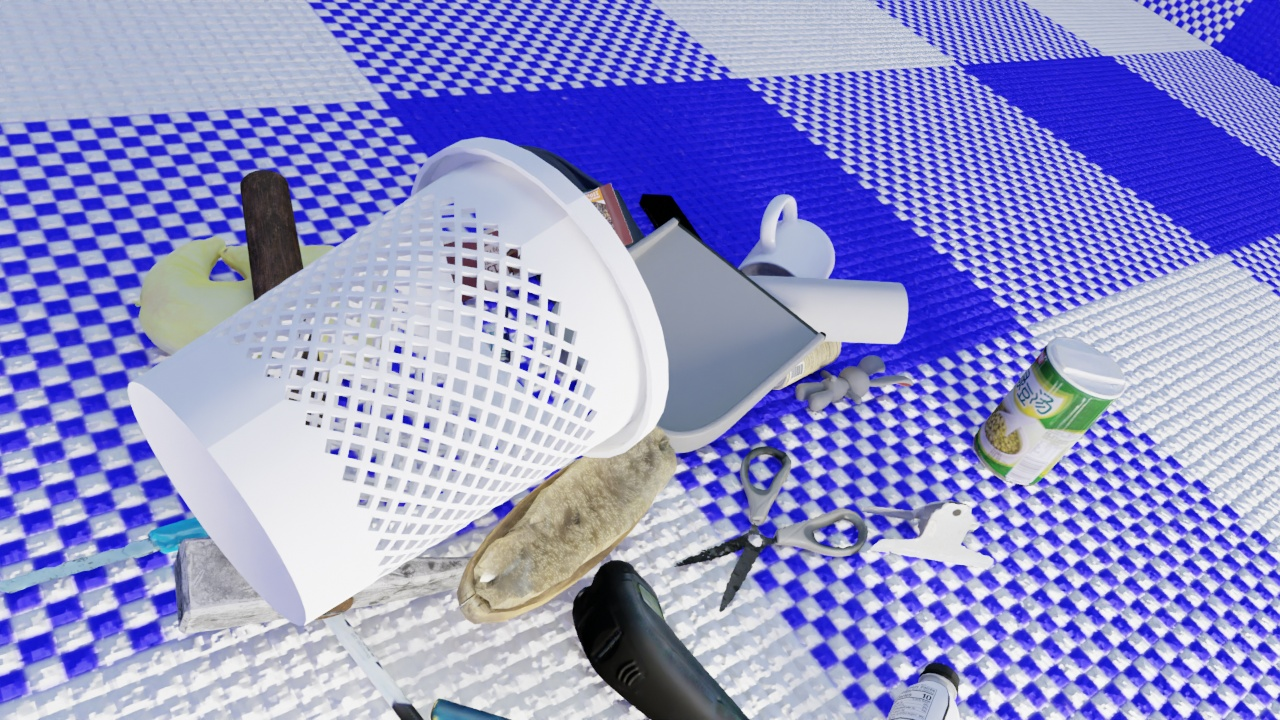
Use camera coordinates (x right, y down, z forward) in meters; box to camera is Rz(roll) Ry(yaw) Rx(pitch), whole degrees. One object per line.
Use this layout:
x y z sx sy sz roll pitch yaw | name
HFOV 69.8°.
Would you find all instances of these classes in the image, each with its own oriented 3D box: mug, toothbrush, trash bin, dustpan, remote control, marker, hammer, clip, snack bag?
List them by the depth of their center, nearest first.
-0.125 0.017 0.467 0.195 0.196 0.199 40 54 19 | trash bin
-0.160 0.158 0.513 0.152 0.011 0.011 42 45 21 | marker
-0.179 0.007 0.578 0.217 0.037 0.300 -1 60 -33 | hammer
-0.004 0.004 0.685 0.257 0.033 0.163 -41 68 -20 | dustpan
0.222 0.126 0.694 0.102 0.052 0.058 11 3 -13 | clip
-0.089 -0.093 0.743 0.158 0.013 0.057 -20 79 -1 | snack bag
-0.120 -0.066 0.768 0.017 0.016 0.188 -1 45 -11 | toothbrush
0.128 -0.094 0.834 0.074 0.111 0.090 7 35 26 | mug
0.044 -0.111 0.887 0.034 0.013 0.150 -3 47 -32 | remote control

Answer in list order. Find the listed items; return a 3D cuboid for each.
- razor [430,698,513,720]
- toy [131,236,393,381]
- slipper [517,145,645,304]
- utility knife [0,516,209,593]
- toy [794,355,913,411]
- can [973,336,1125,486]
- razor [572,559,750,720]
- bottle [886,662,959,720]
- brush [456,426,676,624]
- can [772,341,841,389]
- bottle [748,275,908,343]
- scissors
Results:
-0.045 0.211 0.499 0.144 0.022 0.042 19 40 -2 | razor
-0.258 -0.032 0.634 0.170 0.065 0.154 3 43 -18 | toy
-0.051 -0.130 0.816 0.110 0.084 0.268 -10 49 -34 | slipper
-0.265 0.099 0.527 0.178 0.015 0.022 -12 51 -34 | utility knife
0.184 0.020 0.796 0.111 0.030 0.049 -15 38 -28 | toy
0.339 0.043 0.768 0.067 0.121 0.067 12 42 -11 | can
0.022 0.184 0.541 0.151 0.054 0.067 42 26 13 | razor
0.167 0.230 0.554 0.041 0.041 0.115 34 42 13 | bottle
-0.037 0.093 0.553 0.059 0.043 0.194 49 39 6 | brush
0.137 -0.005 0.794 0.079 0.038 0.038 -23 58 -39 | can
0.119 -0.044 0.765 0.195 0.053 0.052 2 43 -5 | bottle
0.097 0.120 0.662 0.165 0.013 0.157 13 40 -11 | scissors
